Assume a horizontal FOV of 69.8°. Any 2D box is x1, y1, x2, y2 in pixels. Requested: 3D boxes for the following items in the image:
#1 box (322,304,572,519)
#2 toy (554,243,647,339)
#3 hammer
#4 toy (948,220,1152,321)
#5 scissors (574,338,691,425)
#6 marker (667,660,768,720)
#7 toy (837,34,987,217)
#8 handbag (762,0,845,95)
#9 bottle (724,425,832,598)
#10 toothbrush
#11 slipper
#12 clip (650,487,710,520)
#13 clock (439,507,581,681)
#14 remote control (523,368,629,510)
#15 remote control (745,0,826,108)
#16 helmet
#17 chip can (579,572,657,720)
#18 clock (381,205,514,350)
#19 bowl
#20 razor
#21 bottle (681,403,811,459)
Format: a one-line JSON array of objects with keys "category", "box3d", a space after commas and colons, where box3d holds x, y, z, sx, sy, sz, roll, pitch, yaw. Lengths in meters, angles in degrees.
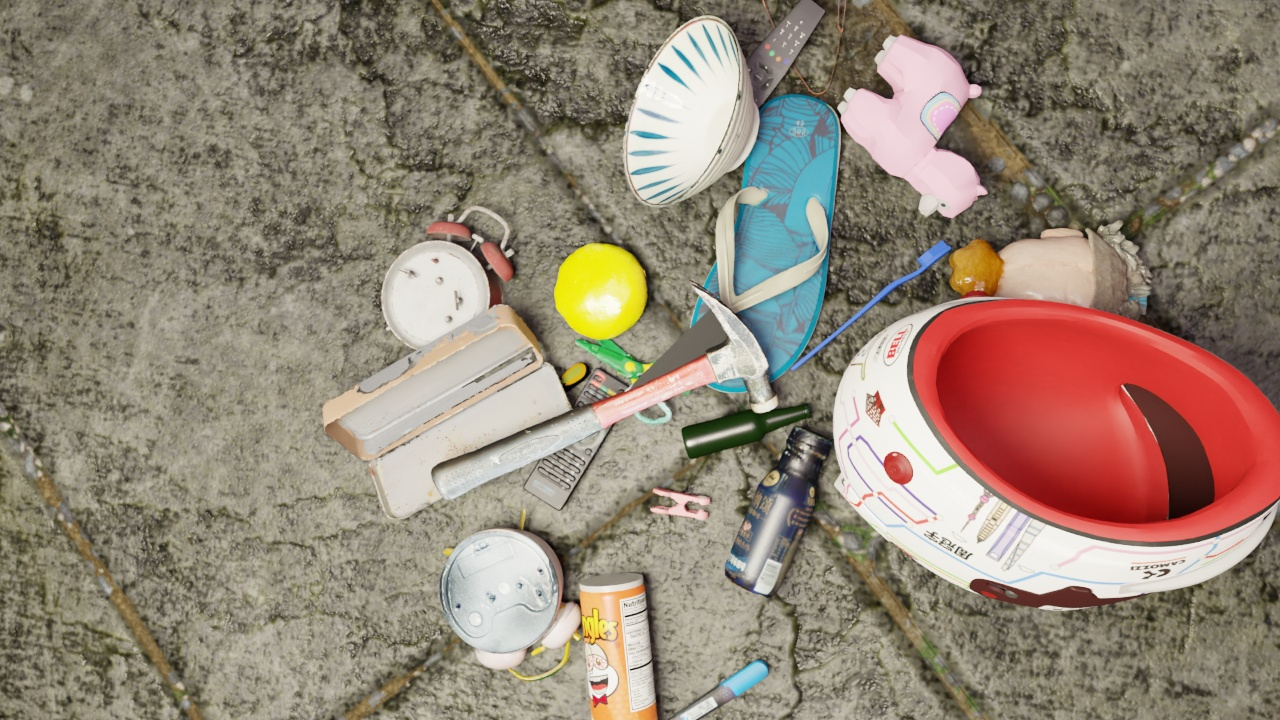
[{"category": "box", "box3d": [-0.184, 0.055, 0.880, 0.217, 0.121, 0.094, -29, 44, 7]}, {"category": "toy", "box3d": [-0.038, -0.068, 0.896, 0.094, 0.041, 0.095, -17, 84, 9]}, {"category": "hammer", "box3d": [-0.043, 0.043, 0.847, 0.326, 0.036, 0.140, -24, 108, 2]}, {"category": "toy", "box3d": [0.363, -0.065, 0.821, 0.176, 0.076, 0.132, 13, 62, 8]}, {"category": "scissors", "box3d": [-0.016, 0.016, 0.897, 0.132, 0.013, 0.078, 25, 75, 9]}, {"category": "marker", "box3d": [0.071, 0.326, 0.884, 0.123, 0.015, 0.018, -36, 87, 8]}, {"category": "toy", "box3d": [0.262, -0.213, 0.845, 0.157, 0.067, 0.123, 39, 93, 3]}, {"category": "handbag", "box3d": [0.155, -0.354, 0.879, 0.093, 0.043, 0.196, -7, 91, 9]}, {"category": "bottle", "box3d": [0.131, 0.140, 0.858, 0.056, 0.056, 0.161, 24, 92, 8]}, {"category": "toothbrush", "box3d": [0.215, -0.051, 0.869, 0.187, 0.016, 0.011, -38, 76, 3]}, {"category": "slipper", "box3d": [0.125, -0.110, 0.865, 0.118, 0.060, 0.295, 13, 91, 4]}, {"category": "clip", "box3d": [0.040, 0.133, 0.890, 0.059, 0.022, 0.039, 13, 88, 3]}, {"category": "clock", "box3d": [-0.122, 0.235, 0.891, 0.117, 0.058, 0.158, -27, 85, 7]}, {"category": "remote control", "box3d": [-0.061, 0.078, 0.906, 0.045, 0.021, 0.140, 31, 88, 6]}, {"category": "remote control", "box3d": [0.127, -0.289, 0.880, 0.039, 0.010, 0.125, 40, 106, 4]}, {"category": "helmet", "box3d": [0.312, 0.081, 0.743, 0.315, 0.236, 0.230, 22, 65, 22]}, {"category": "chip can", "box3d": [-0.018, 0.314, 0.872, 0.062, 0.062, 0.210, -6, 88, 8]}, {"category": "clock", "box3d": [-0.187, -0.079, 0.906, 0.110, 0.062, 0.157, 31, 92, 8]}, {"category": "bowl", "box3d": [0.061, -0.221, 0.855, 0.070, 0.177, 0.177, 11, 90, -32]}, {"category": "razor", "box3d": [-0.109, 0.048, 0.912, 0.144, 0.021, 0.044, -37, 68, 7]}, {"category": "bottle", "box3d": [0.102, 0.064, 0.877, 0.123, 0.033, 0.033, -16, 86, 7]}]
